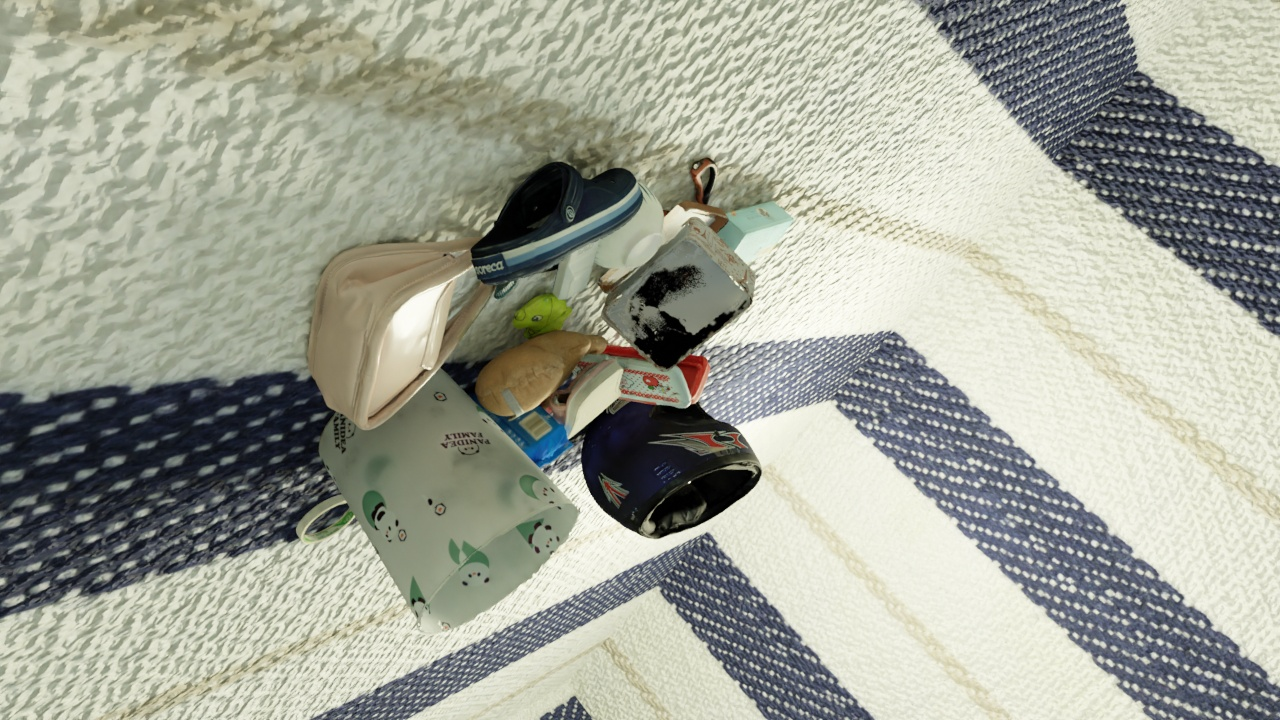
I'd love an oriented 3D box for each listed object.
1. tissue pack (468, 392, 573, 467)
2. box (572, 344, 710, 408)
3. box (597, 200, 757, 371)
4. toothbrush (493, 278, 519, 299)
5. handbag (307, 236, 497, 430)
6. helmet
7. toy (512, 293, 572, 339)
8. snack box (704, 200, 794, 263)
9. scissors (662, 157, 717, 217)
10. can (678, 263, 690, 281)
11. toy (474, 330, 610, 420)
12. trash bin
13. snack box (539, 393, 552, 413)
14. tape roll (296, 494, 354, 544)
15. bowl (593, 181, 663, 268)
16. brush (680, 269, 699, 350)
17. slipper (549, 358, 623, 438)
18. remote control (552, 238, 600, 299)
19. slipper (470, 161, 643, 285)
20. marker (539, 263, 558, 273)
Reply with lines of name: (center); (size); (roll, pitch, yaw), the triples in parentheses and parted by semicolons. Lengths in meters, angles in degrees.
tissue pack: (-0.173, 0.089, 1.228); (0.094, 0.157, 0.052); (-35, 152, -31)
box: (-0.009, 0.008, 1.345); (0.101, 0.202, 0.095); (51, 55, -49)
box: (0.049, -0.120, 1.264); (0.183, 0.154, 0.184); (-38, -163, 28)
toothbrush: (-0.102, -0.137, 1.067); (0.191, 0.016, 0.018); (-45, 162, -18)
handbag: (-0.228, -0.051, 0.966); (0.233, 0.093, 0.194); (-35, 160, -43)
helmet: (0.041, 0.165, 1.646); (0.314, 0.240, 0.248); (-7, 140, -41)
toy: (-0.126, -0.059, 1.193); (0.096, 0.031, 0.100); (-24, 160, -29)
snack box: (0.167, -0.195, 1.425); (0.174, 0.051, 0.074); (-25, 153, -52)
scissors: (0.074, -0.210, 1.290); (0.225, 0.015, 0.189); (-23, 153, -45)
can: (0.081, -0.100, 1.438); (0.075, 0.075, 0.111); (-11, 144, -56)
toy: (-0.125, 0.006, 1.190); (0.144, 0.082, 0.225); (-15, -169, 26)
trash bin: (-0.237, 0.155, 1.095); (0.229, 0.252, 0.230); (-37, 159, -17)
snack box: (-0.193, 0.083, 1.293); (0.153, 0.075, 0.025); (-43, 159, 1)
tape roll: (-0.416, 0.211, 1.223); (0.085, 0.014, 0.086); (-37, 159, -17)
bowl: (-0.015, -0.159, 1.149); (0.116, 0.066, 0.117); (-36, 159, -17)
brush: (0.078, -0.083, 1.361); (0.073, 0.063, 0.146); (-91, -162, -60)
slipper: (-0.075, 0.045, 1.242); (0.114, 0.054, 0.275); (-41, 173, -12)
remote control: (-0.077, -0.117, 1.114); (0.049, 0.024, 0.125); (-33, 163, -26)
slipper: (-0.096, -0.158, 0.970); (0.252, 0.105, 0.095); (-42, 123, -48)
marker: (-0.120, -0.115, 1.110); (0.022, 0.020, 0.131); (-38, 168, 37)
